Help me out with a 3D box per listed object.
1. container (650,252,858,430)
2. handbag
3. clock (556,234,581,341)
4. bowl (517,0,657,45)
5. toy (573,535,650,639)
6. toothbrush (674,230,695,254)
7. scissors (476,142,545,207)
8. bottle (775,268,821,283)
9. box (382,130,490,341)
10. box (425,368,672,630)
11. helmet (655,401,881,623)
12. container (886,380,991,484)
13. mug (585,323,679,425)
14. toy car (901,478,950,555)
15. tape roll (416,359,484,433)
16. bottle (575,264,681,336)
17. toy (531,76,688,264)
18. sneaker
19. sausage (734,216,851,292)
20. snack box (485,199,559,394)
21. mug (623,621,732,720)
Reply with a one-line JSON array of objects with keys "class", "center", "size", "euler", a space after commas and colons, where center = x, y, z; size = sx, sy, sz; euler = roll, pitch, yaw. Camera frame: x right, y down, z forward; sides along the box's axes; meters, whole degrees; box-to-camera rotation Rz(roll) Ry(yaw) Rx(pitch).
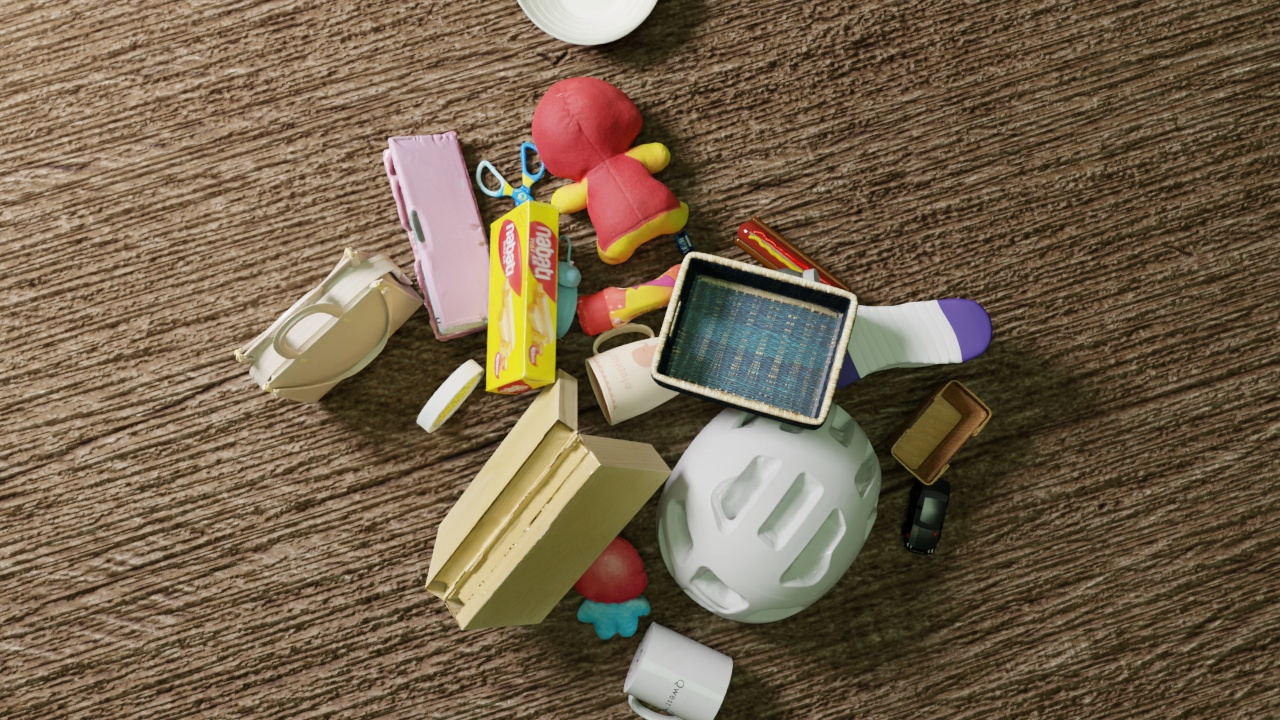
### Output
[{"class": "container", "center": [0.119, -0.019, 0.968], "size": [0.187, 0.071, 0.145], "euler": [16, 83, 9]}, {"class": "handbag", "center": [-0.338, -0.040, 0.981], "size": [0.194, 0.198, 0.101], "euler": [-43, 89, -2]}, {"class": "clock", "center": [-0.096, -0.082, 1.046], "size": [0.042, 0.087, 0.123], "euler": [11, 90, -29]}, {"class": "bowl", "center": [-0.061, -0.444, 1.067], "size": [0.176, 0.058, 0.176], "euler": [0, 88, -1]}, {"class": "toy", "center": [-0.035, 0.257, 1.050], "size": [0.092, 0.062, 0.133], "euler": [-4, 107, 18]}, {"class": "toothbrush", "center": [0.087, -0.065, 1.081], "size": [0.017, 0.016, 0.190], "euler": [-26, 89, 6]}, {"class": "scissors", "center": [-0.148, -0.191, 1.081], "size": [0.109, 0.018, 0.131], "euler": [-4, 89, 3]}, {"class": "bottle", "center": [0.150, -0.071, 1.044], "size": [0.109, 0.060, 0.060], "euler": [-12, 88, 22]}, {"class": "box", "center": [-0.223, -0.145, 1.045], "size": [0.099, 0.080, 0.232], "euler": [-15, 88, -1]}, {"class": "box", "center": [-0.116, 0.159, 0.974], "size": [0.179, 0.141, 0.249], "euler": [43, 107, 14]}, {"class": "helmet", "center": [0.155, 0.159, 1.036], "size": [0.224, 0.184, 0.281], "euler": [47, 68, -4]}, {"class": "container", "center": [0.337, 0.082, 1.057], "size": [0.063, 0.061, 0.114], "euler": [42, 88, 0]}, {"class": "mug", "center": [-0.006, 0.006, 1.051], "size": [0.104, 0.085, 0.111], "euler": [-20, 60, -9]}, {"class": "toy car", "center": [0.334, 0.181, 1.067], "size": [0.042, 0.036, 0.091], "euler": [14, 88, -1]}, {"class": "tape roll", "center": [-0.213, 0.040, 1.033], "size": [0.019, 0.094, 0.094], "euler": [40, 88, 0]}, {"class": "bottle", "center": [-0.007, -0.068, 1.051], "size": [0.134, 0.071, 0.048], "euler": [-18, 91, -1]}, {"class": "toy", "center": [-0.040, -0.225, 1.046], "size": [0.147, 0.099, 0.216], "euler": [-31, 94, -9]}, {"class": "sneaker", "center": [0.270, -0.024, 1.047], "size": [0.245, 0.111, 0.092], "euler": [-9, 91, 19]}, {"class": "sausage", "center": [0.178, -0.110, 1.071], "size": [0.155, 0.040, 0.040], "euler": [37, 88, 0]}, {"class": "snack box", "center": [-0.130, -0.068, 1.013], "size": [0.042, 0.092, 0.200], "euler": [8, 76, -34]}, {"class": "mug", "center": [0.035, 0.369, 1.042], "size": [0.096, 0.083, 0.120], "euler": [25, 117, 0]}]
